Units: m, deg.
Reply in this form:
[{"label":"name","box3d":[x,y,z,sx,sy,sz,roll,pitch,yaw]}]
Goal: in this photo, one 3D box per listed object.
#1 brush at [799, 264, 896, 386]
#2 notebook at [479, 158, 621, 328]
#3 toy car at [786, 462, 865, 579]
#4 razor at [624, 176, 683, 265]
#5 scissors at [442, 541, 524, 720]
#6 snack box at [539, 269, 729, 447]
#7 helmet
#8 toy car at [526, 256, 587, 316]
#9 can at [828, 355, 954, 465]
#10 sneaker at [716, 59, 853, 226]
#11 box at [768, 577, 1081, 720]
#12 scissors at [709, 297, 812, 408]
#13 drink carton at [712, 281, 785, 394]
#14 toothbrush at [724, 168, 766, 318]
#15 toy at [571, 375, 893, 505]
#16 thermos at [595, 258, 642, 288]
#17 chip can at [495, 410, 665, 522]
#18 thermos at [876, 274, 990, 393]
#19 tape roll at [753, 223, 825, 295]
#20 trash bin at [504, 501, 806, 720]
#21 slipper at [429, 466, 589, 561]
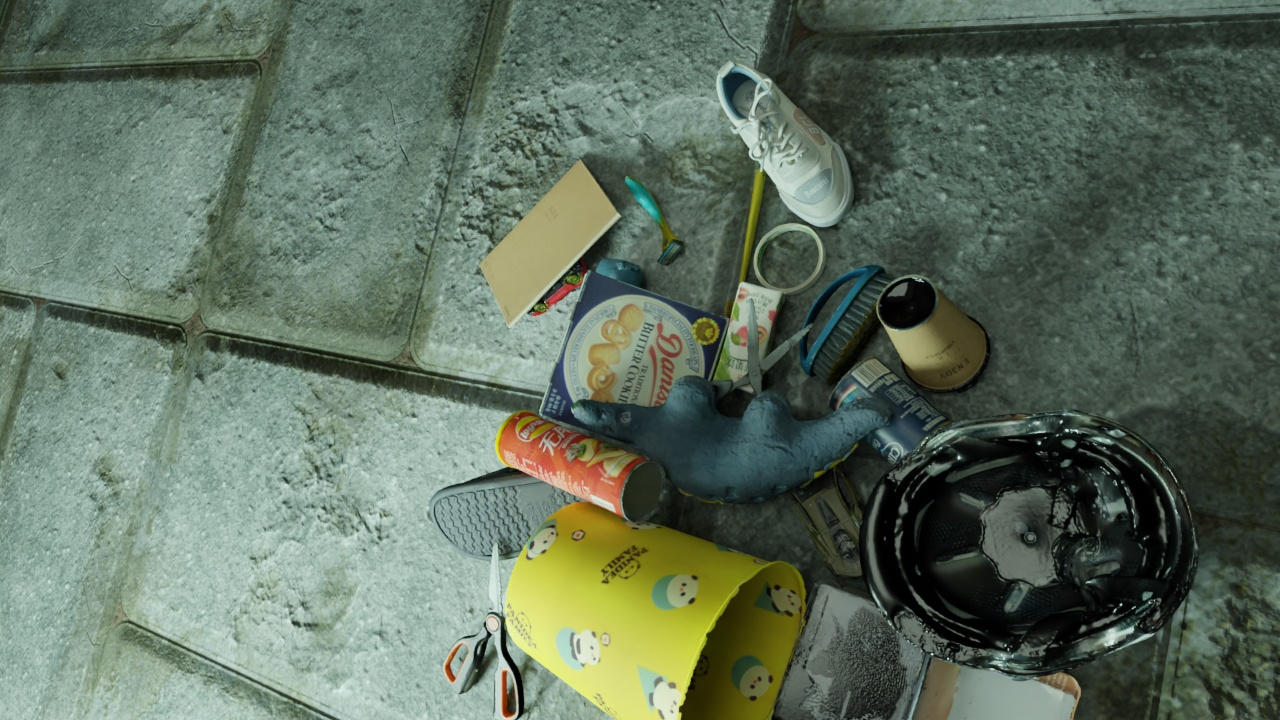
[{"label":"brush","box3d":[0.224,-0.045,1.019,0.073,0.055,0.144,38,98,28]},{"label":"notebook","box3d":[-0.128,-0.161,1.242,0.212,0.012,0.149,-44,46,13]},{"label":"toy car","box3d":[0.204,0.160,0.994,0.070,0.042,0.158,-36,62,16]},{"label":"razor","box3d":[0.015,-0.187,1.181,0.132,0.028,0.043,61,139,22]},{"label":"scissors","box3d":[-0.174,0.346,1.139,0.225,0.021,0.204,-44,72,27]},{"label":"snack box","box3d":[-0.006,0.006,1.089,0.182,0.046,0.178,18,87,-2]},{"label":"helmet","box3d":[0.356,0.162,0.843,0.275,0.156,0.230,-26,70,29]},{"label":"toy car","box3d":[-0.115,-0.099,1.227,0.106,0.031,0.049,-37,47,17]},{"label":"can","box3d":[0.262,0.057,0.964,0.075,0.075,0.111,-50,61,10]},{"label":"sneaker","box3d":[0.166,-0.265,1.081,0.090,0.090,0.242,-38,64,17]},{"label":"box","box3d":[0.268,0.341,0.894,0.261,0.082,0.177,18,88,17]},{"label":"scissors","box3d":[0.124,0.017,1.030,0.160,0.014,0.181,-11,107,17]},{"label":"drink carton","box3d":[0.128,-0.025,1.072,0.053,0.045,0.122,15,88,17]},{"label":"toothbrush","box3d":[0.128,-0.142,1.117,0.017,0.015,0.190,7,82,36]},{"label":"toy","box3d":[0.092,0.090,0.999,0.357,0.091,0.138,3,118,23]},{"label":"thermos","box3d":[-0.041,-0.020,1.155,0.070,0.070,0.220,4,79,29]},{"label":"chip can","box3d":[-0.073,0.116,1.037,0.217,0.073,0.073,17,87,43]},{"label":"thermos","box3d":[0.295,-0.028,0.934,0.093,0.143,0.093,-16,58,29]},{"label":"tape roll","box3d":[0.176,-0.120,1.086,0.086,0.014,0.085,-7,76,27]},{"label":"trash bin","box3d":[0.008,0.278,0.975,0.256,0.229,0.229,17,87,36]},{"label":"slipper","box3d":[-0.128,0.178,1.151,0.268,0.083,0.111,-11,104,11]}]
